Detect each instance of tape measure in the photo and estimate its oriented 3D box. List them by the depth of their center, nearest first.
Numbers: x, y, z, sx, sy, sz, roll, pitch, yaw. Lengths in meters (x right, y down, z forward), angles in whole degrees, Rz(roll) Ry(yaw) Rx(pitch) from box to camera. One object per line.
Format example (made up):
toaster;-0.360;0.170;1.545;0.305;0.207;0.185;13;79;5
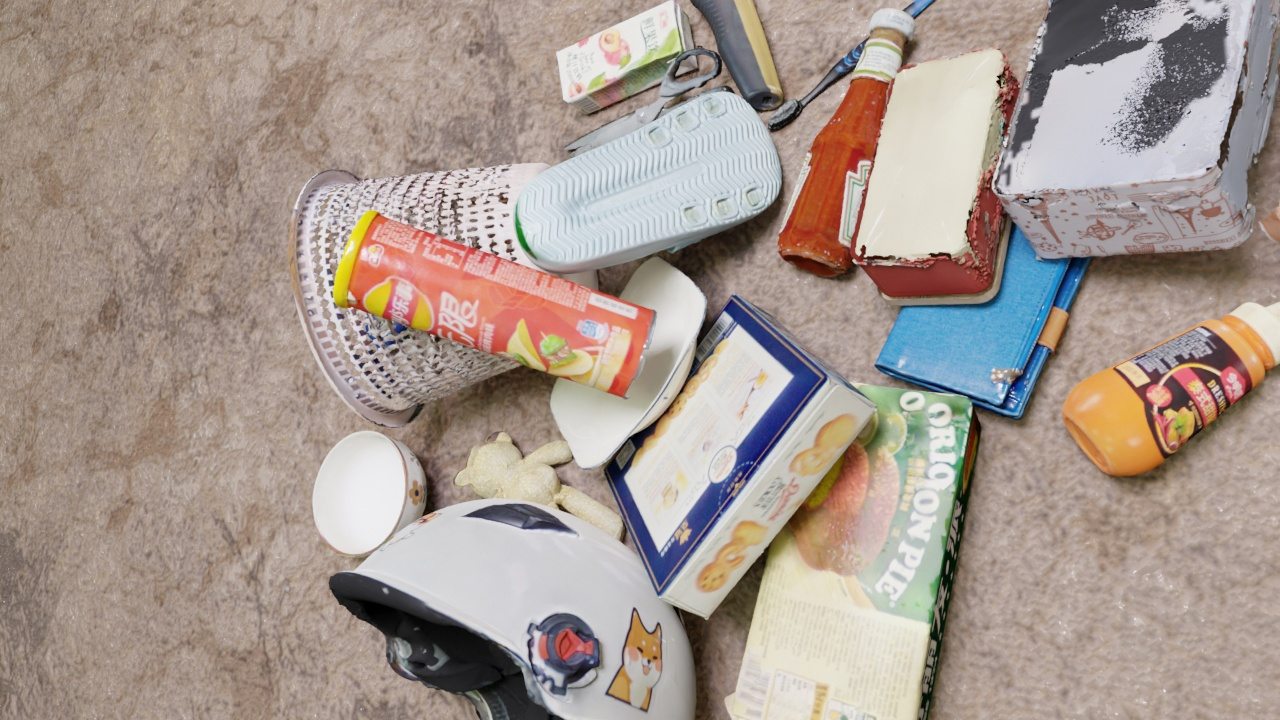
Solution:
tape measure;-0.246;-0.041;0.910;0.058;0.025;0.054;-46;60;13

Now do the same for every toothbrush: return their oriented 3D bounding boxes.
toothbrush;0.178;-0.250;0.739;0.190;0.016;0.014;-38;71;14

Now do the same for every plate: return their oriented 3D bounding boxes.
plate;-0.004;0.004;0.731;0.164;0.034;0.163;-53;27;8

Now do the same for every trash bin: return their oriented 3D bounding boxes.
trash bin;-0.146;-0.071;0.771;0.192;0.227;0.227;-12;72;12

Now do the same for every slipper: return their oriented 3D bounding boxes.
slipper;0.010;-0.128;0.714;0.244;0.074;0.104;-26;85;-26

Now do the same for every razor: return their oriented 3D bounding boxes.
razor;0.085;-0.288;0.783;0.067;0.062;0.167;-15;73;-9

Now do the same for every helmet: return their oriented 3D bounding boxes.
helmet;-0.065;0.190;0.646;0.231;0.274;0.156;-20;25;52

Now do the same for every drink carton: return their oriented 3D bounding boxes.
drink carton;-0.012;-0.271;0.829;0.123;0.045;0.053;-15;76;25

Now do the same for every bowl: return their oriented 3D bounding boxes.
bowl;-0.239;0.125;0.843;0.114;0.062;0.113;-8;73;26

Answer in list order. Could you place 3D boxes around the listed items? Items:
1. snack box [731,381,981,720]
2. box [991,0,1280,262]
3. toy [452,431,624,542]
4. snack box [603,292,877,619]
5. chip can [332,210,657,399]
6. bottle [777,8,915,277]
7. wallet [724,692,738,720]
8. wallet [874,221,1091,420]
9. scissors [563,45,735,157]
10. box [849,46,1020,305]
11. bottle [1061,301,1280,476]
snack box;0.148;0.136;0.616;0.115;0.063;0.239;7;74;29
box;0.366;-0.144;0.544;0.274;0.126;0.178;14;72;25
toy;-0.084;0.116;0.768;0.157;0.066;0.105;29;59;27
snack box;0.057;0.059;0.652;0.178;0.045;0.182;-54;24;10
chip can;-0.099;-0.039;0.648;0.216;0.073;0.073;18;85;-6
bottle;0.163;-0.168;0.703;0.060;0.059;0.206;17;86;30
wallet;0.124;0.251;0.639;0.115;0.024;0.087;-35;65;15
wallet;0.238;-0.035;0.638;0.106;0.040;0.133;21;80;32
scissors;0.007;-0.208;0.817;0.136;0.014;0.175;37;124;6
box;0.207;-0.130;0.631;0.091;0.079;0.168;1;65;39
bottle;0.339;0.010;0.565;0.149;0.066;0.066;-35;64;9
